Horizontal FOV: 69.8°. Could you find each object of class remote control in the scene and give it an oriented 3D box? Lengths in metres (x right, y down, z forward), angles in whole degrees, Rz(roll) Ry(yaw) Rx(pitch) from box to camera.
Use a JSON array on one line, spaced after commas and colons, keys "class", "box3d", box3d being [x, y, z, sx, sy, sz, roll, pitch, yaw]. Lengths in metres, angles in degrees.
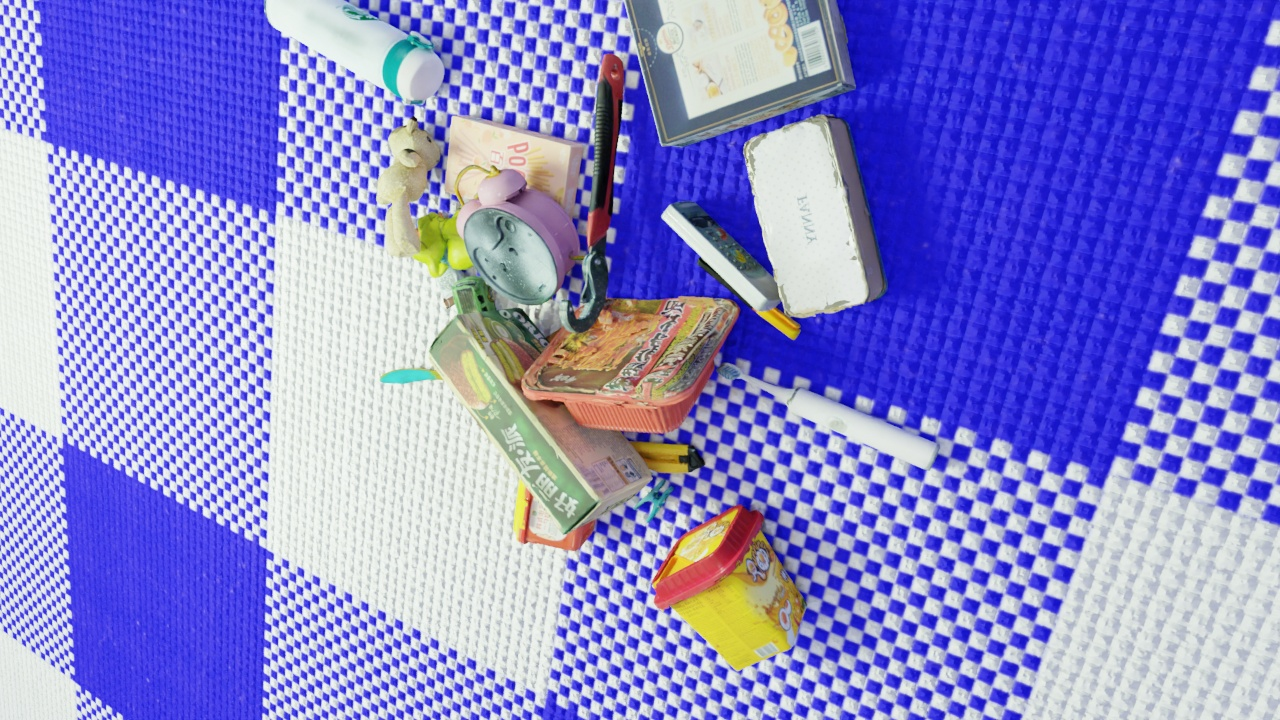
[{"class": "remote control", "box3d": [0.081, -0.100, 0.864, 0.135, 0.056, 0.019, 46, 119, 13]}]

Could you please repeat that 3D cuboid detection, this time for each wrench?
[{"class": "wrench", "box3d": [-0.041, -0.161, 0.895, 0.016, 0.056, 0.273, 8, 90, 37]}]

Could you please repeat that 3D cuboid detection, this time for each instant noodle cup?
[{"class": "instant noodle cup", "box3d": [-0.005, 0.005, 0.892, 0.189, 0.164, 0.079, 3, 127, 29]}, {"class": "instant noodle cup", "box3d": [0.094, 0.229, 0.913, 0.116, 0.116, 0.123, -36, 95, 32]}]

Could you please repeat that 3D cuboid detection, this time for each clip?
[{"class": "clip", "box3d": [0.016, 0.151, 0.989, 0.041, 0.014, 0.056, 45, 121, 12]}]

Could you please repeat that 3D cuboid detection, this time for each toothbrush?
[{"class": "toothbrush", "box3d": [0.172, 0.047, 0.866, 0.221, 0.026, 0.027, 24, 119, 23]}]

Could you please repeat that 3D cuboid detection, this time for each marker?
[{"class": "marker", "box3d": [0.103, -0.062, 0.882, 0.124, 0.018, 0.015, 39, 119, 16]}]

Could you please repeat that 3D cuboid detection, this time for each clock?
[{"class": "clock", "box3d": [-0.133, -0.134, 0.948, 0.158, 0.059, 0.117, 44, 142, -7]}]

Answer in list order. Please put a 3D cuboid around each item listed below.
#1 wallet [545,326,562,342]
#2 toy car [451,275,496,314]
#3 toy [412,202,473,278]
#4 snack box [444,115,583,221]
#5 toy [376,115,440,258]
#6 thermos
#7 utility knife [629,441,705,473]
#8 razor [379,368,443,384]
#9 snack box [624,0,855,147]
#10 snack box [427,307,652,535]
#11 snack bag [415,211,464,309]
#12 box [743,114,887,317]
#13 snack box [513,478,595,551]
[{"class": "wallet", "box3d": [-0.098, 0.033, 1.013, 0.132, 0.031, 0.108, -31, 85, 33]}, {"class": "toy car", "box3d": [-0.183, -0.048, 1.028, 0.043, 0.036, 0.091, -12, 110, 12]}, {"class": "toy", "box3d": [-0.203, -0.134, 1.019, 0.100, 0.031, 0.097, 16, 94, 9]}, {"class": "snack box", "box3d": [-0.138, -0.204, 0.978, 0.157, 0.026, 0.084, 20, 112, 25]}, {"class": "toy", "box3d": [-0.254, -0.186, 1.002, 0.105, 0.066, 0.157, 143, 131, -60]}, {"class": "thermos", "box3d": [-0.314, -0.357, 1.017, 0.224, 0.073, 0.073, 32, 116, 19]}, {"class": "utility knife", "box3d": [-0.037, 0.101, 0.984, 0.217, 0.015, 0.033, 2, 108, 19]}, {"class": "razor", "box3d": [-0.259, 0.024, 1.103, 0.133, 0.028, 0.043, 3, 135, 26]}, {"class": "snack box", "box3d": [0.082, -0.304, 0.818, 0.183, 0.045, 0.178, -11, 97, 31]}, {"class": "snack box", "box3d": [-0.101, 0.054, 0.932, 0.240, 0.114, 0.063, 50, 116, 13]}, {"class": "snack bag", "box3d": [-0.226, -0.115, 1.050, 0.048, 0.026, 0.104, -28, 89, 16]}, {"class": "box", "box3d": [0.157, -0.120, 0.815, 0.090, 0.060, 0.184, -9, 100, 31]}, {"class": "snack box", "box3d": [-0.091, 0.161, 1.015, 0.080, 0.081, 0.091, 16, 111, 15]}]
